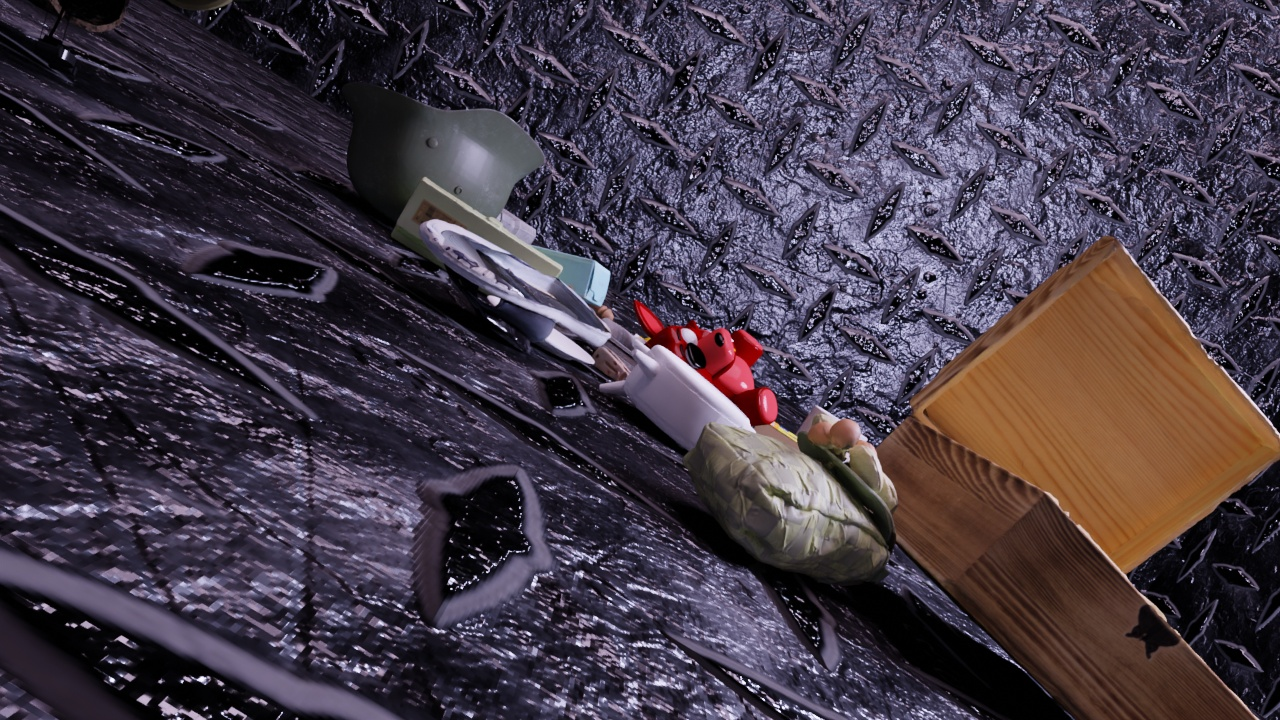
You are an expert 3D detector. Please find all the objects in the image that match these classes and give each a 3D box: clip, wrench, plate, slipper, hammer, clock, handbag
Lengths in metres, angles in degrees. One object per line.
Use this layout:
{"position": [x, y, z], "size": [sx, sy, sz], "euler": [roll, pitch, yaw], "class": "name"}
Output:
{"position": [-0.028, 0.009, 1.059], "size": [0.049, 0.026, 0.061], "euler": [31, 7, -29], "class": "clip"}
{"position": [-0.007, 0.006, 1.104], "size": [0.273, 0.010, 0.069], "euler": [37, 43, 26], "class": "wrench"}
{"position": [-0.110, -0.029, 0.992], "size": [0.134, 0.011, 0.134], "euler": [32, 5, -4], "class": "plate"}
{"position": [-0.121, -0.056, 0.887], "size": [0.111, 0.063, 0.263], "euler": [48, 14, 26], "class": "slipper"}
{"position": [-0.155, -0.138, 1.321], "size": [0.318, 0.083, 0.162], "euler": [35, 6, 27], "class": "hammer"}
{"position": [0.042, 0.051, 0.912], "size": [0.161, 0.073, 0.125], "euler": [39, 5, -4], "class": "clock"}
{"position": [0.120, 0.091, 0.668], "size": [0.186, 0.117, 0.113], "euler": [30, 6, -46], "class": "handbag"}

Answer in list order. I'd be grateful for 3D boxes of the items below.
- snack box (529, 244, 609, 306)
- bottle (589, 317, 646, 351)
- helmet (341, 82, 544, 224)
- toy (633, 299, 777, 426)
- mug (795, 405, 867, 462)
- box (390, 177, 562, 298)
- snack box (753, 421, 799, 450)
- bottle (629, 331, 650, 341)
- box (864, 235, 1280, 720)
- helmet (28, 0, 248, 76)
{"position": [-0.131, -0.117, 1.174], "size": [0.175, 0.053, 0.075], "euler": [14, -2, 14], "class": "snack box"}
{"position": [-0.007, -0.010, 1.236], "size": [0.136, 0.044, 0.044], "euler": [30, 6, -29], "class": "bottle"}
{"position": [-0.270, -0.240, 1.160], "size": [0.227, 0.153, 0.267], "euler": [12, -12, 42], "class": "helmet"}
{"position": [0.079, 0.009, 1.198], "size": [0.197, 0.121, 0.158], "euler": [25, 42, -35], "class": "toy"}
{"position": [0.286, 0.135, 1.377], "size": [0.121, 0.090, 0.091], "euler": [30, 6, -28], "class": "mug"}
{"position": [-0.187, -0.133, 1.073], "size": [0.188, 0.098, 0.082], "euler": [34, 21, -12], "class": "box"}
{"position": [0.209, 0.128, 1.259], "size": [0.126, 0.040, 0.088], "euler": [33, 5, 8], "class": "snack box"}
{"position": [0.039, 0.006, 1.360], "size": [0.143, 0.043, 0.043], "euler": [33, 6, 2], "class": "bottle"}
{"position": [0.393, 0.105, 0.769], "size": [0.279, 0.336, 0.286], "euler": [43, 1, -12], "class": "box"}
{"position": [-0.448, -0.380, 0.771], "size": [0.233, 0.256, 0.250], "euler": [35, 4, -8], "class": "helmet"}
